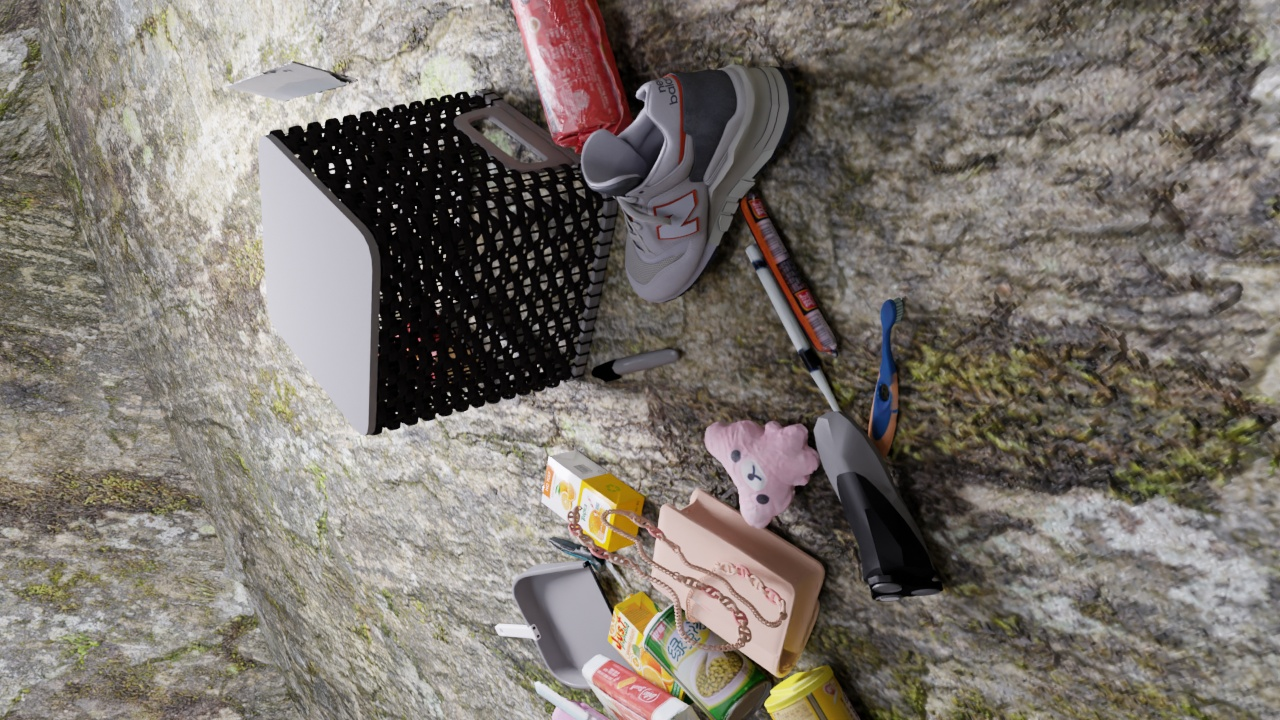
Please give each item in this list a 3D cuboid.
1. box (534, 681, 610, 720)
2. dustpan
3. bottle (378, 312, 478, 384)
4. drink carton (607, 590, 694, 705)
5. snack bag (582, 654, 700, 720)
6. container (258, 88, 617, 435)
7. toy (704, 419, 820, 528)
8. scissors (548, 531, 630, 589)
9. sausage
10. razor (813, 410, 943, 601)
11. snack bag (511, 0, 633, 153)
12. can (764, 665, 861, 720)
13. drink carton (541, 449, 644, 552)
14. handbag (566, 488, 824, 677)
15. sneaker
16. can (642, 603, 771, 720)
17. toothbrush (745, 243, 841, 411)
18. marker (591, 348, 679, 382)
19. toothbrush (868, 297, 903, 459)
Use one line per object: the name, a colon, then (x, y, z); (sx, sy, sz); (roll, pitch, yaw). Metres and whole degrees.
box: (-0.022, 0.428, 1.013); (0.201, 0.041, 0.154); (21, 161, 31)
dustpan: (-0.109, 0.334, 1.147); (0.258, 0.033, 0.163); (-19, 97, 53)
bottle: (-0.268, -0.015, 1.146); (0.111, 0.098, 0.099); (22, 122, 39)
drink carton: (0.017, 0.311, 0.988); (0.122, 0.041, 0.058); (39, 133, 34)
snack bag: (0.007, 0.369, 0.964); (0.077, 0.041, 0.226); (58, 156, -10)
container: (-0.209, -0.100, 0.911); (0.247, 0.243, 0.246); (41, 134, 32)
toy: (0.107, 0.086, 0.770); (0.096, 0.052, 0.099); (-30, 85, 40)
scissors: (-0.068, 0.212, 1.066); (0.148, 0.019, 0.118); (54, 139, 17)
sausage: (0.113, -0.069, 0.715); (0.020, 0.020, 0.155); (-38, 76, 51)
razor: (0.174, 0.110, 0.692); (0.057, 0.060, 0.156); (-22, 85, 36)
snack bag: (-0.058, -0.263, 0.791); (0.082, 0.082, 0.176); (-11, 98, 52)
can: (0.162, 0.325, 0.797); (0.105, 0.067, 0.068); (59, 141, 13)
drink carton: (-0.056, 0.149, 0.996); (0.122, 0.040, 0.059); (29, 116, 40)
handbag: (0.036, 0.208, 0.798); (0.199, 0.186, 0.117); (29, 120, 35)
sneaker: (0.010, -0.137, 0.712); (0.240, 0.124, 0.088); (-55, 45, 43)
can: (0.064, 0.298, 0.905); (0.121, 0.067, 0.067); (39, 133, 33)
toothbrush: (0.128, -0.010, 0.726); (0.012, 0.017, 0.186); (-29, 82, 21)
marker: (-0.005, 0.005, 0.901); (0.022, 0.016, 0.139); (47, 148, -22)
toothbrush: (0.181, 0.016, 0.677); (0.021, 0.017, 0.135); (28, 129, 46)
